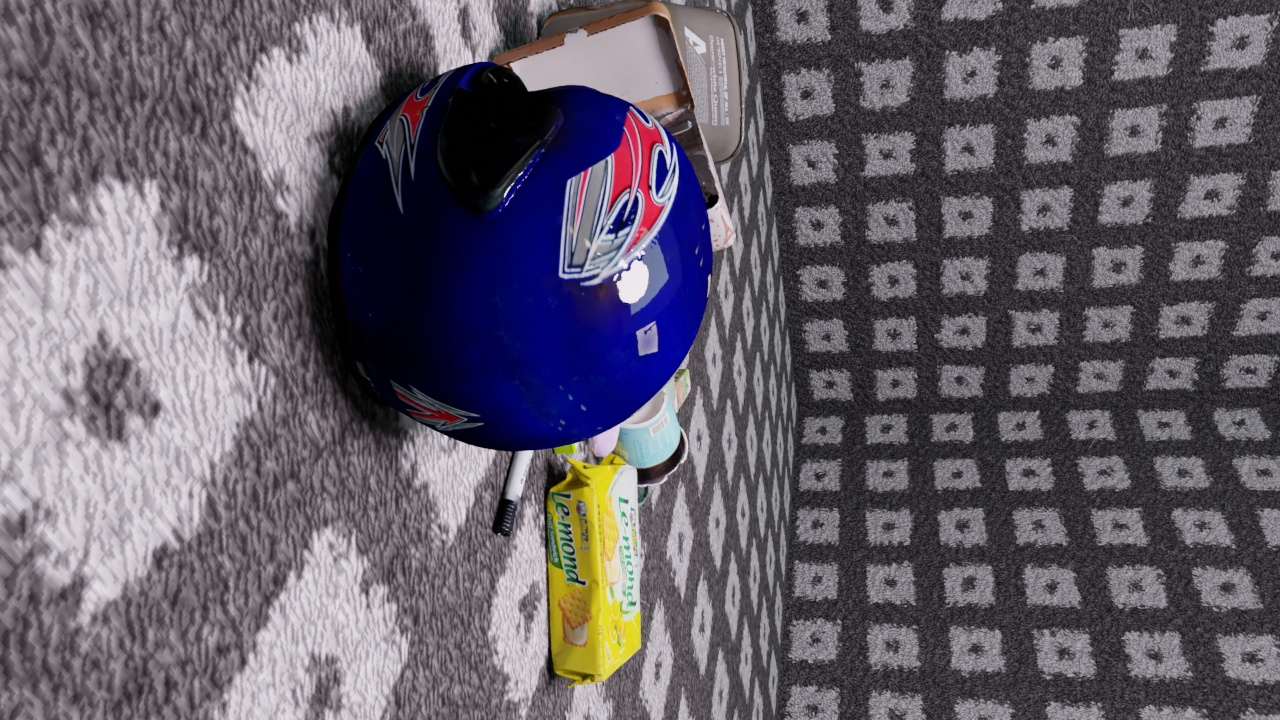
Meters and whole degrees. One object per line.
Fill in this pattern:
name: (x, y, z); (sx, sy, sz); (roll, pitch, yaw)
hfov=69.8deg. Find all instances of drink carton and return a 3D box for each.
drink carton: (0.041, 0.045, 1.421); (0.122, 0.053, 0.045); (-49, 134, -70)

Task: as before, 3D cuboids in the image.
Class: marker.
marker: (-0.118, 0.110, 0.883); (0.023, 0.018, 0.130); (84, 13, -49)

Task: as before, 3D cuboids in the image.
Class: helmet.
helmet: (-0.067, -0.087, 0.673); (0.247, 0.241, 0.314); (72, 21, -50)

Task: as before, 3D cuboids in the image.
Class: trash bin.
trash bin: (0.002, -0.322, 1.076); (0.219, 0.199, 0.199); (-29, 116, -67)

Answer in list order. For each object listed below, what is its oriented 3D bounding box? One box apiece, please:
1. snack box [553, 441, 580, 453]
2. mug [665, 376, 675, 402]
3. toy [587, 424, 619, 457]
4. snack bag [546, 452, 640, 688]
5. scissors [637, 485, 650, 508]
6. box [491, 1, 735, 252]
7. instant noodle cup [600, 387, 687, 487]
snack box: (-0.072, 0.029, 1.046); (0.156, 0.026, 0.086); (-66, 151, -58)
mug: (-0.007, 0.007, 1.210); (0.111, 0.082, 0.106); (-18, 108, -47)
toy: (-0.044, 0.056, 1.016); (0.083, 0.039, 0.108); (-35, 125, -73)
snack bag: (-0.051, 0.228, 1.018); (0.158, 0.068, 0.246); (11, 77, -74)
scissors: (0.001, 0.126, 1.279); (0.178, 0.019, 0.161); (-25, 106, -64)
box: (-0.020, -0.191, 0.893); (0.217, 0.181, 0.157); (63, 15, -53)
instant noodle cup: (-0.002, 0.078, 1.116); (0.121, 0.111, 0.111); (78, 17, -54)
